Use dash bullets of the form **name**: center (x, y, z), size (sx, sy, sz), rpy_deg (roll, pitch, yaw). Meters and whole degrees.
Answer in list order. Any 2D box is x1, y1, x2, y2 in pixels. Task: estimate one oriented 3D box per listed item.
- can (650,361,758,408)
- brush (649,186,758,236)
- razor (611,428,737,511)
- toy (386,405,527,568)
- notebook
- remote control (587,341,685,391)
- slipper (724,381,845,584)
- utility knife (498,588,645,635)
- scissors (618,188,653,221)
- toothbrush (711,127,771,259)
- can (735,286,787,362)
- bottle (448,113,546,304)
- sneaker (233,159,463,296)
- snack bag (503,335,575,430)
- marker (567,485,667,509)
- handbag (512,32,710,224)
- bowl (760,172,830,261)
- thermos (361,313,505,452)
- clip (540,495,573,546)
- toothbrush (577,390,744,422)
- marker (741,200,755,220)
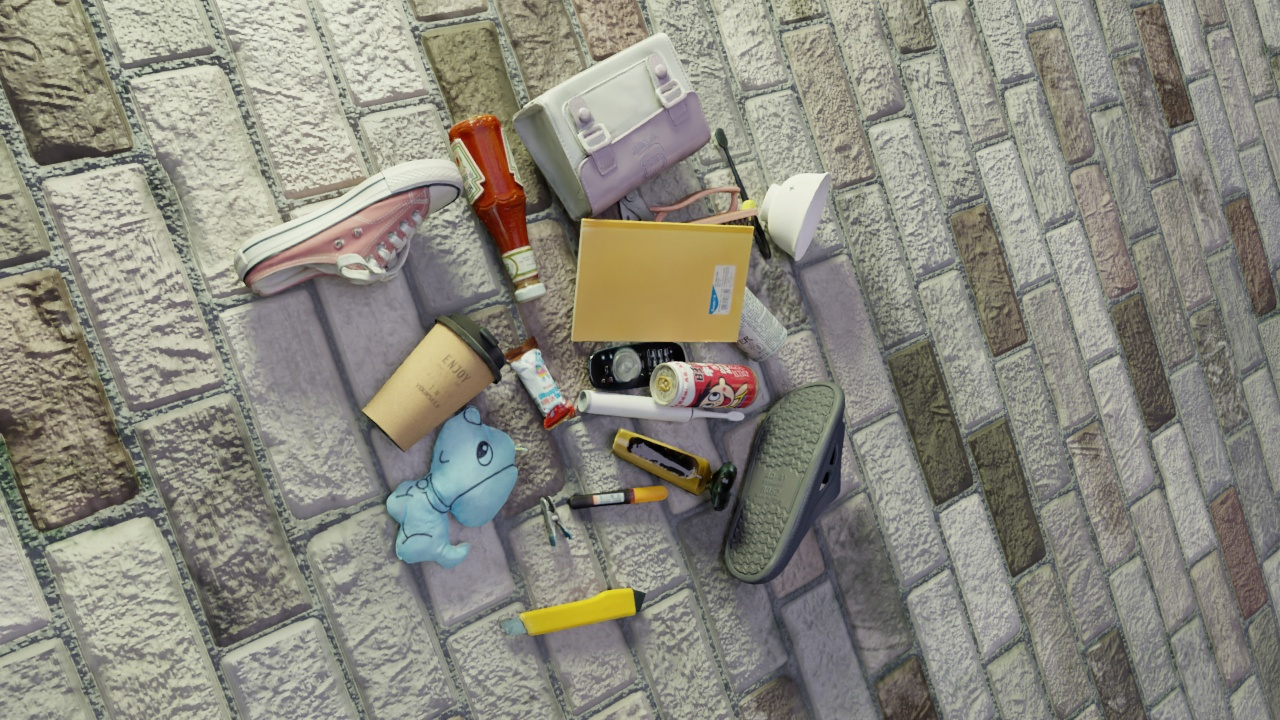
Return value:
- **can**: center (0.077, 0.030, 1.097), size (0.132, 0.053, 0.053), rpy_deg (3, 83, -39)
- **brush**: center (0.070, -0.169, 1.115), size (0.145, 0.063, 0.073), rpy_deg (-17, 104, -33)
- **razor**: center (0.041, 0.123, 1.080), size (0.167, 0.068, 0.062), rpy_deg (25, 73, -17)
- **toy**: center (-0.190, 0.132, 0.962), size (0.156, 0.050, 0.161), rpy_deg (-14, 98, -27)
- **notebook**: center (0.026, -0.089, 1.063), size (0.206, 0.010, 0.146), rpy_deg (0, 112, -16)
- **remote control**: center (-0.006, 0.006, 1.084), size (0.136, 0.024, 0.053), rpy_deg (-8, 93, -32)
- **slipper**: center (0.189, 0.154, 1.139), size (0.083, 0.111, 0.267), rpy_deg (33, 75, -38)
- **utility knife**: center (-0.074, 0.282, 1.026), size (0.177, 0.015, 0.033), rpy_deg (-4, 81, -27)
- **scissors**: center (-0.026, -0.219, 1.105), size (0.224, 0.015, 0.188), rpy_deg (32, 71, -23)
- **toothbrush**: center (0.132, -0.214, 1.188), size (0.015, 0.018, 0.181), rpy_deg (-29, 100, -26)
- **can**: center (0.115, -0.066, 1.138), size (0.146, 0.058, 0.058), rpy_deg (44, 67, -17)
- **bottle**: center (-0.152, -0.164, 1.009), size (0.059, 0.060, 0.206), rpy_deg (-21, 95, -28)
- **sneaker**: center (-0.274, -0.117, 0.913), size (0.240, 0.118, 0.088), rpy_deg (-31, 81, -21)
- **snack bag**: center (-0.112, 0.027, 1.027), size (0.045, 0.026, 0.105), rpy_deg (-33, 98, -23)
- **marker**: center (-0.026, 0.159, 1.066), size (0.123, 0.015, 0.018), rpy_deg (-2, 84, -25)
- **handbag**: center (-0.025, -0.267, 1.050), size (0.196, 0.099, 0.145), rpy_deg (-37, 108, -26)
- **bowl**: center (0.193, -0.194, 1.182), size (0.065, 0.118, 0.118), rpy_deg (22, 70, 16)
- **thermos**: center (-0.212, 0.023, 0.943), size (0.143, 0.093, 0.093), rpy_deg (-46, 106, -17)
- **clip**: center (-0.097, 0.177, 1.020), size (0.044, 0.027, 0.058), rpy_deg (-19, 93, -20)
- **toothbrush**: center (0.030, 0.059, 1.098), size (0.220, 0.026, 0.026), rpy_deg (7, 73, -27)
- **marker**: center (0.128, -0.145, 1.171), size (0.018, 0.015, 0.124), rpy_deg (14, 86, -22)
